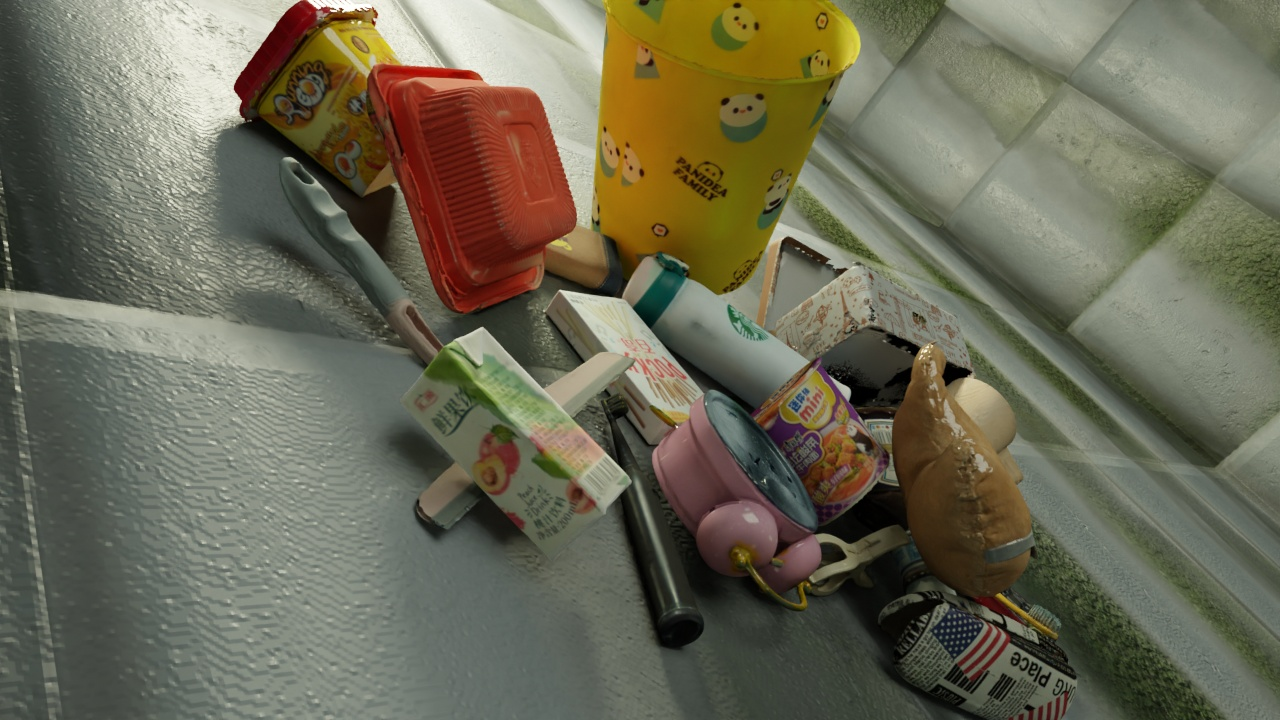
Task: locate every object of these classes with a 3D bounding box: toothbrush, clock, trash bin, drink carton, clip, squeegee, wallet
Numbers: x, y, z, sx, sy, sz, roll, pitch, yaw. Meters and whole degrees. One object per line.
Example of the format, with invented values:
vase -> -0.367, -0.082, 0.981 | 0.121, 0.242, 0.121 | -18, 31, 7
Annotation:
toothbrush -> 0.276, 0.173, 0.758 | 0.016, 0.018, 0.191 | 28, 5, -24
clock -> 0.068, 0.096, 0.611 | 0.117, 0.060, 0.158 | 33, 22, -48
trash bin -> 0.058, -0.214, 0.882 | 0.229, 0.256, 0.229 | 7, 45, -7
drink carton -> -0.067, 0.044, 0.500 | 0.122, 0.054, 0.045 | 46, 31, 3
clip -> 0.151, 0.146, 0.672 | 0.097, 0.062, 0.034 | 4, 38, -34
toothbrush -> 0.001, 0.090, 0.592 | 0.026, 0.027, 0.212 | 53, 10, -37
squeegee -> -0.148, -0.033, 0.589 | 0.249, 0.040, 0.246 | 45, 32, 2
wallet -> -0.075, -0.106, 0.848 | 0.115, 0.033, 0.090 | 20, 29, -26

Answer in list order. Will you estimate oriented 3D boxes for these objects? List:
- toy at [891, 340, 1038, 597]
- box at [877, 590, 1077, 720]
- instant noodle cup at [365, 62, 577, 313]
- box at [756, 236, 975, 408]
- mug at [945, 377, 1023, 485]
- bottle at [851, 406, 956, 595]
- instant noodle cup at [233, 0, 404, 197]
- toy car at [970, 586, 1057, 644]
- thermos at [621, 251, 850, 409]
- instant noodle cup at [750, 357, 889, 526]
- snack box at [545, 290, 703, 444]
toy -> 0.234, 0.077, 0.702 | 0.082, 0.143, 0.225 | -5, 31, 6
box -> 0.246, 0.218, 0.647 | 0.163, 0.075, 0.080 | 31, 33, -20
instant noodle cup -> -0.115, -0.138, 0.698 | 0.164, 0.079, 0.189 | -40, 116, -64
box -> 0.237, -0.050, 1.007 | 0.183, 0.157, 0.192 | 22, 50, -32
mug -> 0.317, 0.095, 0.916 | 0.103, 0.084, 0.124 | -32, 94, -26
bottle -> 0.219, 0.123, 0.772 | 0.080, 0.044, 0.194 | 1, 45, -8
instant noodle cup -> -0.230, -0.205, 0.728 | 0.123, 0.116, 0.115 | 46, 23, -8
toy car -> 0.310, 0.209, 0.791 | 0.106, 0.031, 0.049 | 46, 24, 17
thermos -> 0.084, -0.013, 0.839 | 0.224, 0.073, 0.073 | 35, 24, -3
instant noodle cup -> 0.134, 0.070, 0.727 | 0.099, 0.112, 0.111 | 48, 24, 3
snack box -> -0.004, 0.004, 0.745 | 0.084, 0.027, 0.156 | 5, 38, -51
